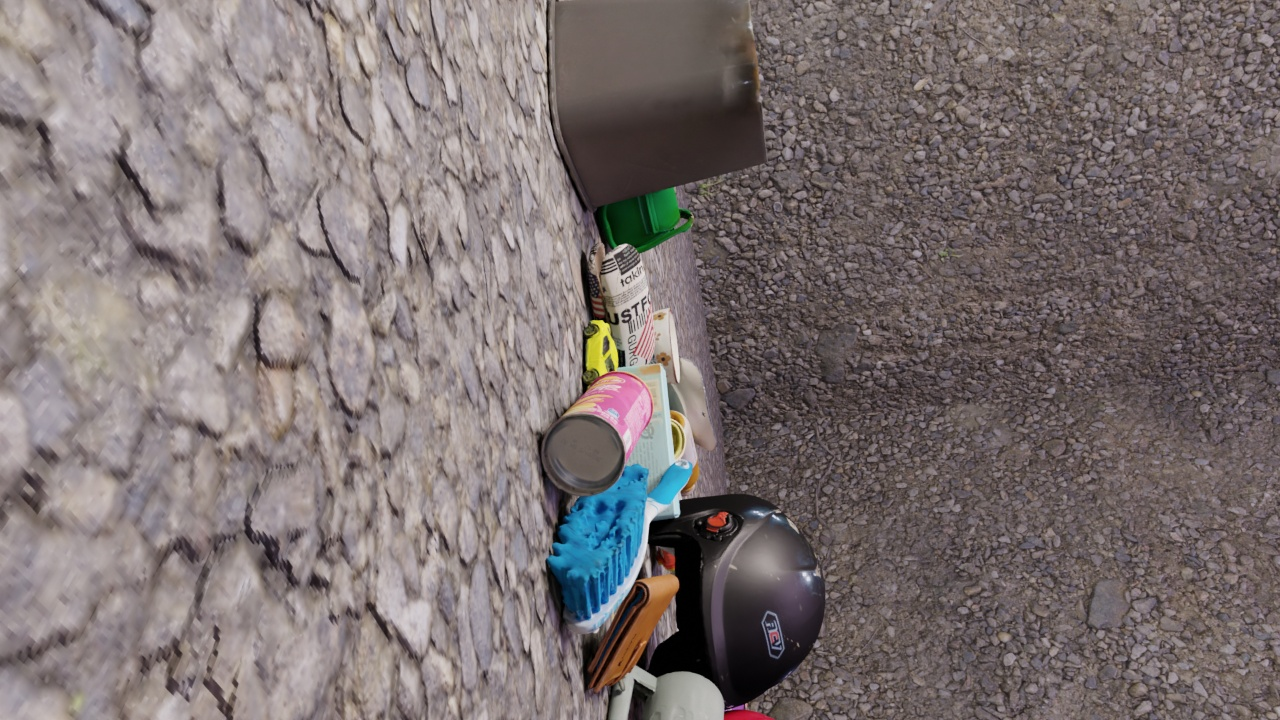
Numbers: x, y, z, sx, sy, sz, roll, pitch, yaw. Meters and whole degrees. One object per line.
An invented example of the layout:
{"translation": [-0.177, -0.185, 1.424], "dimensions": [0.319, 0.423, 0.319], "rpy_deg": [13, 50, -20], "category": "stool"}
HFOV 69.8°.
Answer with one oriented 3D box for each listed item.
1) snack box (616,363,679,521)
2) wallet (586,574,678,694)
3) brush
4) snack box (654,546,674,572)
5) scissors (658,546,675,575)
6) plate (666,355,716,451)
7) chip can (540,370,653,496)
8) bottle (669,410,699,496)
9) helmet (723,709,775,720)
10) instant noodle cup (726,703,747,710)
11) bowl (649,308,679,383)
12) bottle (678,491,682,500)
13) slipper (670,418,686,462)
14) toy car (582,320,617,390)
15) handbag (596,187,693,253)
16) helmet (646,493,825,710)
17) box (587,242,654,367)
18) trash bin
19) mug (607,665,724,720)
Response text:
{"translation": [-0.003, 0.093, 1.026], "dimensions": [0.051, 0.074, 0.174], "rpy_deg": [45, 39, -77], "category": "snack box"}
{"translation": [-0.011, 0.255, 0.854], "dimensions": [0.119, 0.035, 0.130], "rpy_deg": [-64, 164, -3], "category": "wallet"}
{"translation": [-0.004, 0.138, 0.848], "dimensions": [0.313, 0.060, 0.110], "rpy_deg": [-54, 147, -56], "category": "brush"}
{"translation": [0.054, 0.251, 1.313], "dimensions": [0.091, 0.082, 0.080], "rpy_deg": [-159, -130, -81], "category": "snack box"}
{"translation": [0.086, 0.273, 1.238], "dimensions": [0.162, 0.176, 0.012], "rpy_deg": [45, 23, 19], "category": "scissors"}
{"translation": [0.057, 0.063, 1.475], "dimensions": [0.164, 0.034, 0.164], "rpy_deg": [29, -42, 58], "category": "plate"}
{"translation": [-0.034, 0.060, 0.829], "dimensions": [0.210, 0.071, 0.071], "rpy_deg": [-49, 132, -79], "category": "chip can"}
{"translation": [0.056, 0.154, 1.452], "dimensions": [0.190, 0.068, 0.067], "rpy_deg": [74, 12, -51], "category": "bottle"}
{"translation": [0.087, 0.458, 0.989], "dimensions": [0.144, 0.207, 0.240], "rpy_deg": [53, 5, -3], "category": "helmet"}
{"translation": [0.085, 0.493, 1.255], "dimensions": [0.099, 0.112, 0.112], "rpy_deg": [-58, 141, -65], "category": "instant noodle cup"}
{"translation": [0.022, -0.020, 1.372], "dimensions": [0.113, 0.062, 0.113], "rpy_deg": [-4, 89, -83], "category": "bowl"}
{"translation": [0.038, 0.191, 1.380], "dimensions": [0.079, 0.044, 0.195], "rpy_deg": [-83, 164, -54], "category": "bottle"}
{"translation": [0.017, 0.115, 1.153], "dimensions": [0.191, 0.082, 0.091], "rpy_deg": [64, 23, -62], "category": "slipper"}
{"translation": [-0.041, 0.005, 0.976], "dimensions": [0.048, 0.032, 0.105], "rpy_deg": [74, 13, -53], "category": "toy car"}
{"translation": [0.004, -0.202, 1.177], "dimensions": [0.131, 0.120, 0.067], "rpy_deg": [70, 9, -53], "category": "handbag"}
{"translation": [0.105, 0.275, 1.076], "dimensions": [0.274, 0.230, 0.233], "rpy_deg": [-129, -152, -75], "category": "helmet"}
{"translation": [-0.036, -0.058, 1.059], "dimensions": [0.074, 0.081, 0.164], "rpy_deg": [-45, 138, -39], "category": "box"}
{"translation": [0.024, -0.301, 1.031], "dimensions": [0.199, 0.220, 0.198], "rpy_deg": [63, 21, -65], "category": "trash bin"}
{"translation": [0.022, 0.361, 0.894], "dimensions": [0.084, 0.124, 0.103], "rpy_deg": [-55, -173, 21], "category": "mug"}
